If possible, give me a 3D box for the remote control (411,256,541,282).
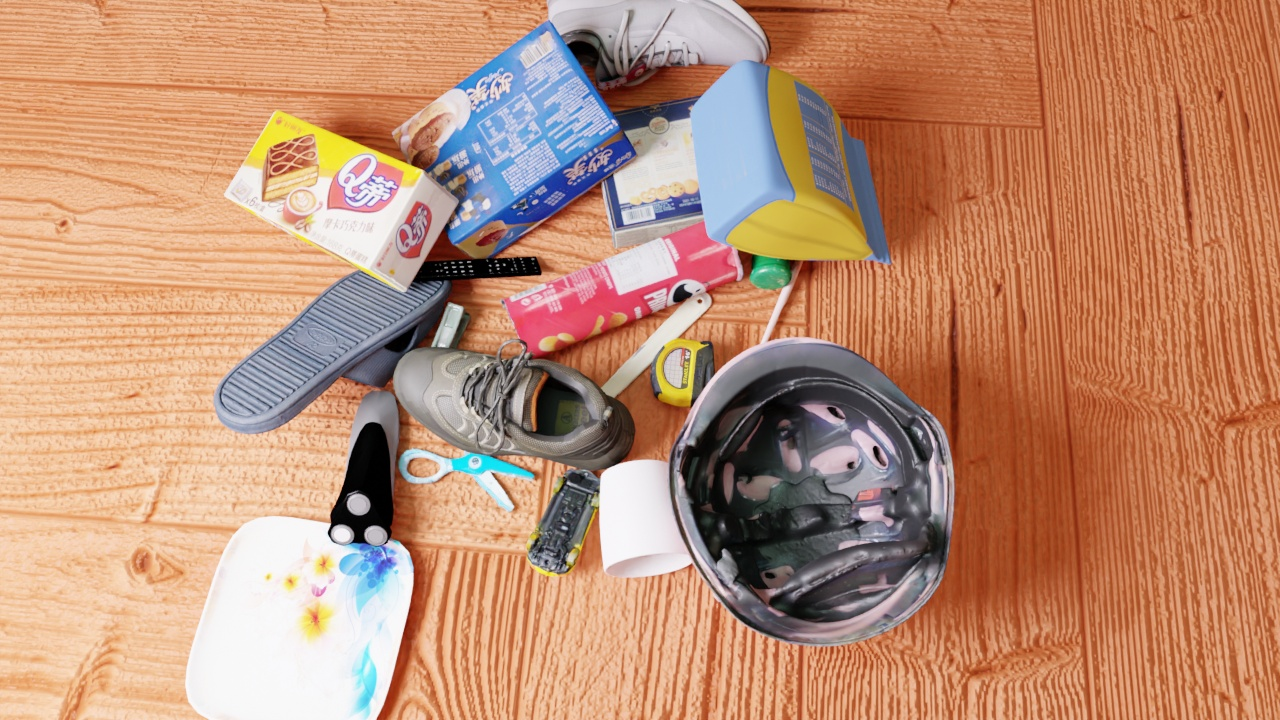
[{"bbox_3d":[-0.172,-0.093,0.934,0.140,0.009,0.030,-5,39,-17],"label":"remote control"}]

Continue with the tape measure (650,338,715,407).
[{"bbox_3d":[0.041,0.013,0.898,0.064,0.037,0.065,-3,70,0],"label":"tape measure"}]

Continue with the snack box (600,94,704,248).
[{"bbox_3d":[0.028,-0.202,0.974,0.144,0.043,0.145,-11,70,-1],"label":"snack box"}]

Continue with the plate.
[{"bbox_3d":[-0.308,0.243,0.840,0.187,0.016,0.186,8,71,5],"label":"plate"}]

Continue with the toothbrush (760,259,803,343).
[{"bbox_3d":[0.143,-0.050,0.930,0.018,0.016,0.181,23,73,3],"label":"toothbrush"}]

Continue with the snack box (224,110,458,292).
[{"bbox_3d":[-0.303,-0.165,0.924,0.230,0.061,0.110,26,83,28],"label":"snack box"}]

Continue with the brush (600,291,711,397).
[{"bbox_3d":[-0.005,0.005,0.918,0.033,0.012,0.217,41,75,16],"label":"brush"}]

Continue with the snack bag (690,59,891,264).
[{"bbox_3d":[0.160,-0.181,0.901,0.205,0.103,0.158,10,62,-32],"label":"snack bag"}]

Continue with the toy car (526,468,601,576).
[{"bbox_3d":[-0.068,0.150,0.857,0.049,0.030,0.106,20,61,10],"label":"toy car"}]

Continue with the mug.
[{"bbox_3d":[0.017,0.145,0.839,0.114,0.081,0.087,7,60,-28],"label":"mug"}]

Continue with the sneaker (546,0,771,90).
[{"bbox_3d":[0.008,-0.348,1.008,0.263,0.097,0.128,16,83,7],"label":"sneaker"}]

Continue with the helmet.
[{"bbox_3d":[0.145,0.115,0.795,0.230,0.152,0.255,-17,71,3],"label":"helmet"}]

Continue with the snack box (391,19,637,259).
[{"bbox_3d":[-0.131,-0.224,0.948,0.203,0.069,0.155,-34,72,7],"label":"snack box"}]

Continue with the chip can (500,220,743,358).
[{"bbox_3d":[-0.019,-0.071,0.914,0.233,0.073,0.073,-22,71,-5],"label":"chip can"}]

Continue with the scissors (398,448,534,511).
[{"bbox_3d":[-0.160,0.087,0.894,0.140,0.013,0.114,12,70,9],"label":"scissors"}]

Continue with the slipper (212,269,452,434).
[{"bbox_3d":[-0.290,-0.006,0.891,0.101,0.083,0.262,29,51,21],"label":"slipper"}]

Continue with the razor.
[{"bbox_3d":[-0.257,0.098,0.874,0.057,0.060,0.156,3,50,-6],"label":"razor"}]

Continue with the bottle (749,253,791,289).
[{"bbox_3d":[0.132,-0.128,0.941,0.043,0.043,0.110,1,65,2],"label":"bottle"}]

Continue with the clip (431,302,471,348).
[{"bbox_3d":[-0.196,-0.022,0.918,0.023,0.049,0.078,18,66,10],"label":"clip"}]

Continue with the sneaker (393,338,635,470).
[{"bbox_3d":[-0.125,0.038,0.826,0.238,0.143,0.101,13,76,8],"label":"sneaker"}]
